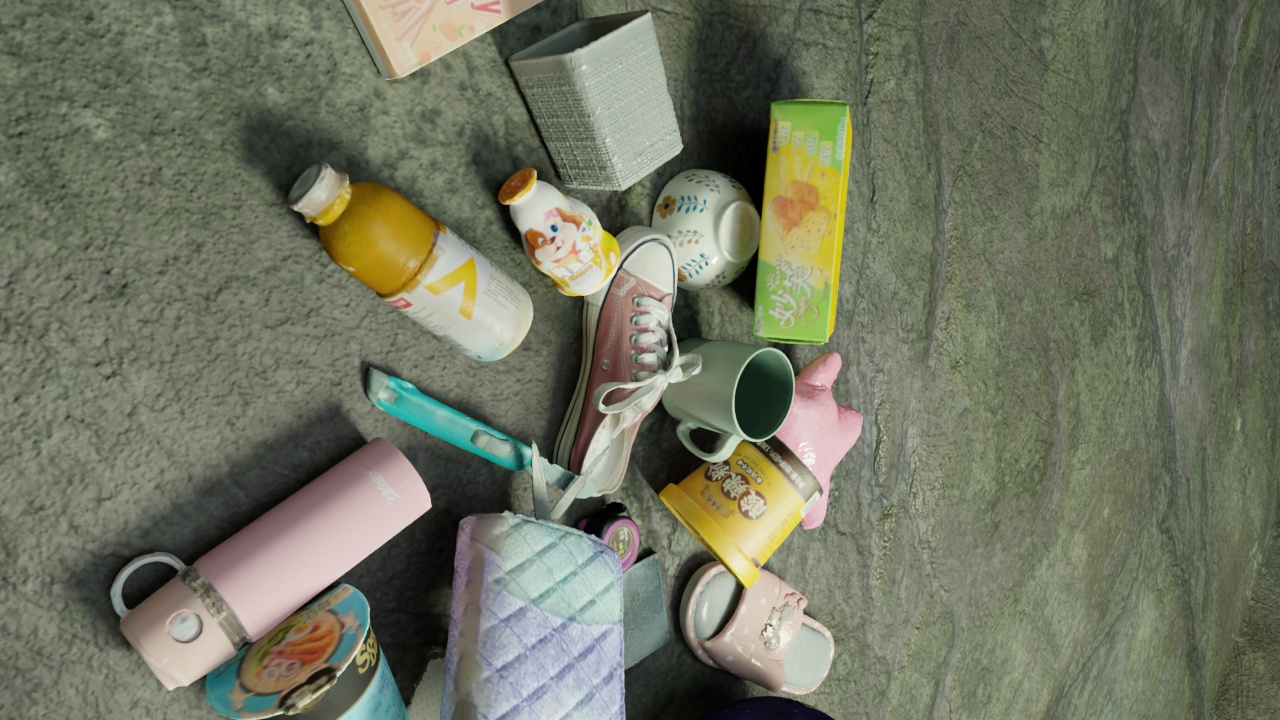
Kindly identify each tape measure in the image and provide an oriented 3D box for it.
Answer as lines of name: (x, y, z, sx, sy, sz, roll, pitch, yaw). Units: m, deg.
tape measure: (-0.030, 0.162, 0.821, 0.057, 0.039, 0.057, -43, 123, -34)

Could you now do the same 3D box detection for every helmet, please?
helmet: (0.138, 0.475, 0.884, 0.247, 0.240, 0.315, -19, 111, 10)

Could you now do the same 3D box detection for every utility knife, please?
utility knife: (-0.119, 0.063, 0.715, 0.216, 0.013, 0.029, 30, 99, -29)

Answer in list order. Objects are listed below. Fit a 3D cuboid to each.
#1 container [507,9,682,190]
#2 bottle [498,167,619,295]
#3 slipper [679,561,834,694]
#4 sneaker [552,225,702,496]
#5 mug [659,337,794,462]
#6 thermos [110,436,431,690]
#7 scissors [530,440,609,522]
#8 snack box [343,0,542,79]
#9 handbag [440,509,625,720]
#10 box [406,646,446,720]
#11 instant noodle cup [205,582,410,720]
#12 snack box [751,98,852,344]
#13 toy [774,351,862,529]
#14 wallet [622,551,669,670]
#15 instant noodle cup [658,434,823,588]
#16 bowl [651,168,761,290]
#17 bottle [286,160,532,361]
container: (-0.031, -0.201, 0.724, 0.090, 0.090, 0.114, -39, 124, -29)
bottle: (-0.066, -0.102, 0.726, 0.108, 0.063, 0.063, 47, 67, -36)
slipper: (0.138, 0.295, 0.980, 0.274, 0.054, 0.114, 40, 71, -39)
sneaker: (-0.005, 0.005, 0.781, 0.118, 0.088, 0.241, 18, 87, -41)
mug: (0.070, 0.036, 0.839, 0.082, 0.106, 0.111, 28, 79, -42)
thermos: (-0.245, 0.125, 0.614, 0.198, 0.067, 0.087, -36, 88, -30)
scissors: (-0.083, 0.141, 0.751, 0.159, 0.014, 0.181, -29, 128, -16)
snack box: (-0.137, -0.273, 0.657, 0.157, 0.026, 0.084, -41, 122, -28)
handbag: (-0.080, 0.217, 0.667, 0.134, 0.076, 0.193, 26, 50, -36)
box: (-0.149, 0.321, 0.711, 0.060, 0.090, 0.184, 19, 87, -43)
instant noodle cup: (-0.216, 0.235, 0.631, 0.111, 0.111, 0.120, -38, 128, -31)
snack box: (0.154, -0.125, 0.862, 0.157, 0.070, 0.210, -21, 116, -75)
toy: (0.172, 0.088, 0.959, 0.178, 0.075, 0.195, -10, 108, -31)
wallet: (-0.021, 0.242, 0.857, 0.120, 0.019, 0.097, -18, 108, -40)
instant noodle cup: (0.098, 0.130, 0.854, 0.114, 0.118, 0.118, -42, 124, -7)
bowl: (0.070, -0.119, 0.844, 0.113, 0.062, 0.113, -9, 104, -39)
bottle: (-0.158, -0.068, 0.647, 0.189, 0.068, 0.068, 39, 72, -38)
